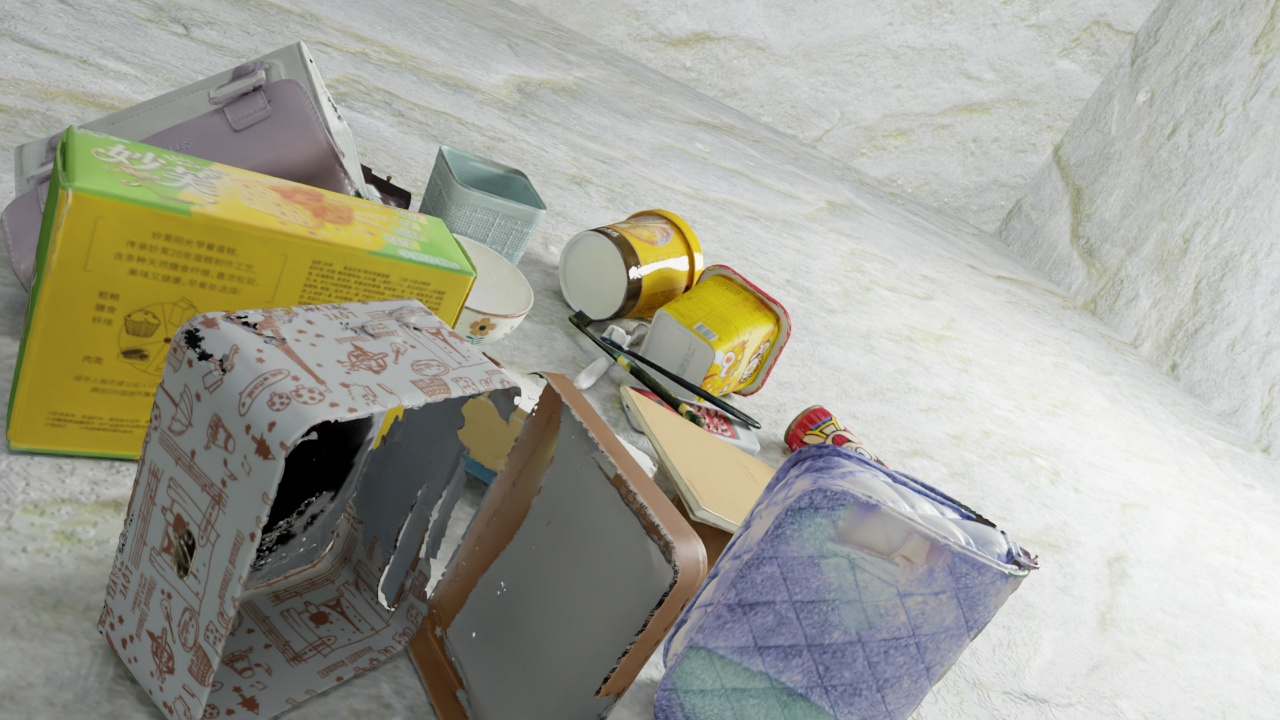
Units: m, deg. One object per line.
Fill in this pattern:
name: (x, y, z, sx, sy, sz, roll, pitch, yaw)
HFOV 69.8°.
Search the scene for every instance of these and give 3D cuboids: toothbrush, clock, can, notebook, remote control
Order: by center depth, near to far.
notebook: (0.082, 0.102, 0.730, 0.211, 0.012, 0.149, 30, 17, -38)
clock: (-0.236, -0.117, 0.785, 0.055, 0.082, 0.121, 25, 21, -25)
remote control: (0.047, 0.056, 0.836, 0.136, 0.020, 0.055, 17, 26, -26)
toothbrush: (0.041, 0.018, 0.839, 0.181, 0.018, 0.015, 32, 9, -18)
toothbrush: (-0.005, 0.005, 0.840, 0.186, 0.017, 0.012, 39, -18, 33)
can: (0.198, 0.103, 0.872, 0.053, 0.053, 0.132, 3, 35, -45)
toothbrush: (-0.027, -0.003, 0.881, 0.016, 0.016, 0.179, 29, 26, 9)

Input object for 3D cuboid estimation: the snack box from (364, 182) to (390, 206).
snack box: (-0.199, -0.050, 0.650, 0.053, 0.113, 0.125, 4, 34, -43)

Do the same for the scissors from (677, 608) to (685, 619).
scissors: (0.087, 0.172, 0.607, 0.221, 0.022, 0.211, -3, 36, -43)

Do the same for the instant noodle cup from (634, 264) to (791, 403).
instant noodle cup: (0.068, -0.018, 0.909, 0.116, 0.116, 0.123, 39, 37, 21)

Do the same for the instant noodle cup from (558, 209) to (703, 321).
instant noodle cup: (-0.014, -0.094, 0.958, 0.118, 0.119, 0.114, 41, 34, 24)

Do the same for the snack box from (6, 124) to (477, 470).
snack box: (-0.220, -0.021, 0.515, 0.209, 0.158, 0.070, 10, 29, -37)

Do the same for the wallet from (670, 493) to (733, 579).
wallet: (0.059, 0.152, 0.662, 0.101, 0.020, 0.115, 27, 26, -2)

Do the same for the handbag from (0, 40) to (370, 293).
handbag: (-0.284, -0.113, 0.585, 0.197, 0.098, 0.145, -25, 51, -7)

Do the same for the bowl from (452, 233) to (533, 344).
bowl: (-0.153, -0.051, 0.765, 0.113, 0.062, 0.113, 27, 28, -16)

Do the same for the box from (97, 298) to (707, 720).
box: (-0.096, 0.100, 0.394, 0.193, 0.183, 0.156, 38, 26, 25)

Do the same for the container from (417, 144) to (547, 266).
container: (-0.156, -0.121, 0.843, 0.090, 0.112, 0.090, 13, 30, -33)

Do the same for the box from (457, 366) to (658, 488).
box: (-0.079, 0.054, 0.628, 0.184, 0.060, 0.089, 29, 8, 7)

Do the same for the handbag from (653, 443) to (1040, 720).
handbag: (0.102, 0.145, 0.504, 0.134, 0.194, 0.075, 29, 23, -2)
